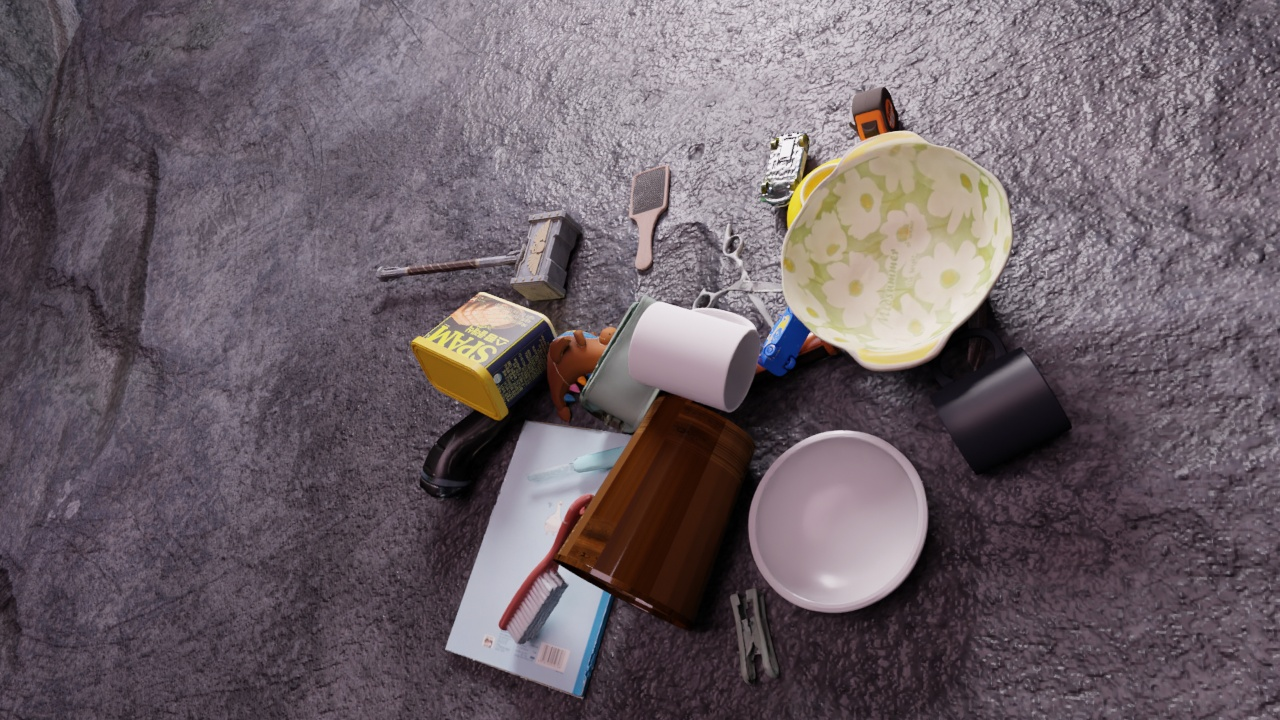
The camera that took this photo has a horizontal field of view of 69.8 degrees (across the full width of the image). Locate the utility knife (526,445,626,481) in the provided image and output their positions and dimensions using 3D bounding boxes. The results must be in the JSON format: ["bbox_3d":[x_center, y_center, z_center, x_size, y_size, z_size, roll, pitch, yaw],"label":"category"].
[{"bbox_3d":[-0.049,0.101,0.918,0.166,0.015,0.022,-15,57,25],"label":"utility knife"}]

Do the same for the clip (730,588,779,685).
[{"bbox_3d":[0.095,0.229,0.762,0.042,0.023,0.075,-24,53,24],"label":"clip"}]

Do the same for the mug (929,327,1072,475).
[{"bbox_3d":[0.269,0.025,0.711,0.078,0.071,0.105,-32,67,17],"label":"mug"}]

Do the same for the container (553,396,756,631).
[{"bbox_3d":[0.021,0.129,0.803,0.132,0.132,0.167,14,69,38],"label":"container"}]

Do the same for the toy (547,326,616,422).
[{"bbox_3d":[-0.055,0.016,0.971,0.090,0.070,0.103,2,90,22],"label":"toy"}]

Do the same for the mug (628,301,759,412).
[{"bbox_3d":[0.056,-0.013,0.804,0.090,0.074,0.110,18,38,25],"label":"mug"}]

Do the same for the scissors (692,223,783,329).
[{"bbox_3d":[0.107,-0.086,0.908,0.142,0.014,0.157,-18,51,44],"label":"scissors"}]

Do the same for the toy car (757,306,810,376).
[{"bbox_3d":[0.117,-0.021,0.833,0.062,0.033,0.092,30,90,54],"label":"toy car"}]

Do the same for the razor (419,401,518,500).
[{"bbox_3d":[-0.184,0.095,1.011,0.140,0.064,0.053,-47,32,-14],"label":"razor"}]

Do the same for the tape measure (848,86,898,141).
[{"bbox_3d":[0.225,-0.233,0.894,0.038,0.059,0.058,-8,59,31],"label":"tape measure"}]

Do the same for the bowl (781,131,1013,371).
[{"bbox_3d":[0.216,-0.084,0.768,0.189,0.060,0.219,-12,63,29],"label":"bowl"}]

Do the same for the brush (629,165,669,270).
[{"bbox_3d":[0.006,-0.163,1.035,0.050,0.015,0.135,-12,60,30],"label":"brush"}]

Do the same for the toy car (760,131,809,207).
[{"bbox_3d":[0.150,-0.195,0.944,0.039,0.027,0.089,2,66,32],"label":"toy car"}]

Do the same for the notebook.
[{"bbox_3d":[-0.089,0.187,0.918,0.181,0.009,0.253,5,69,36],"label":"notebook"}]

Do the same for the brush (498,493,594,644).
[{"bbox_3d":[-0.079,0.195,0.843,0.030,0.040,0.173,43,115,30],"label":"brush"}]

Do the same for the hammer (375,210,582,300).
[{"bbox_3d":[-0.221,-0.119,1.148,0.323,0.044,0.098,-2,65,34],"label":"hammer"}]

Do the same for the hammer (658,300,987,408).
[{"bbox_3d":[0.157,-0.001,0.834,0.315,0.035,0.137,-25,54,23],"label":"hammer"}]

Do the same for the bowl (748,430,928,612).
[{"bbox_3d":[0.164,0.134,0.749,0.150,0.043,0.149,-16,58,27],"label":"bowl"}]

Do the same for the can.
[{"bbox_3d":[-0.167,-0.009,1.013,0.135,0.075,0.104,21,53,40],"label":"can"}]

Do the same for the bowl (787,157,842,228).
[{"bbox_3d":[0.190,-0.143,0.864,0.117,0.067,0.117,-16,58,27],"label":"bowl"}]

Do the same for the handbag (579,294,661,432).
[{"bbox_3d":[-0.005,0.005,0.895,0.067,0.106,0.121,30,81,1],"label":"handbag"}]
